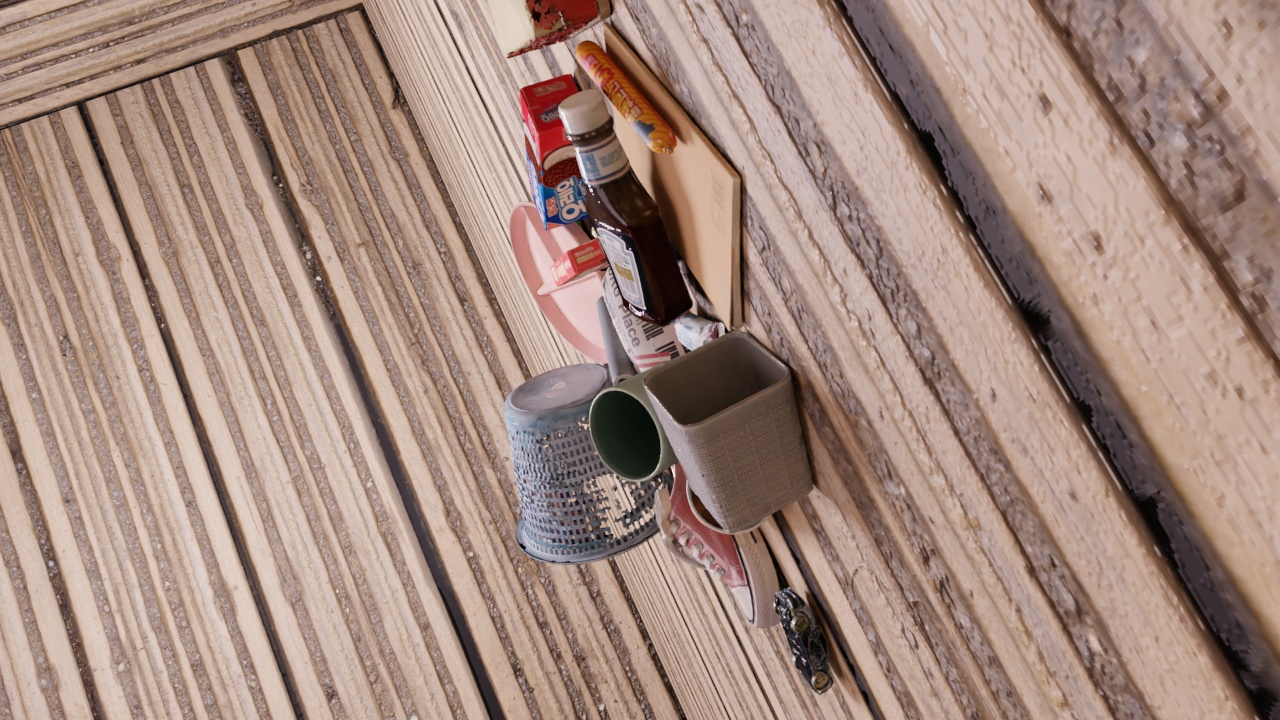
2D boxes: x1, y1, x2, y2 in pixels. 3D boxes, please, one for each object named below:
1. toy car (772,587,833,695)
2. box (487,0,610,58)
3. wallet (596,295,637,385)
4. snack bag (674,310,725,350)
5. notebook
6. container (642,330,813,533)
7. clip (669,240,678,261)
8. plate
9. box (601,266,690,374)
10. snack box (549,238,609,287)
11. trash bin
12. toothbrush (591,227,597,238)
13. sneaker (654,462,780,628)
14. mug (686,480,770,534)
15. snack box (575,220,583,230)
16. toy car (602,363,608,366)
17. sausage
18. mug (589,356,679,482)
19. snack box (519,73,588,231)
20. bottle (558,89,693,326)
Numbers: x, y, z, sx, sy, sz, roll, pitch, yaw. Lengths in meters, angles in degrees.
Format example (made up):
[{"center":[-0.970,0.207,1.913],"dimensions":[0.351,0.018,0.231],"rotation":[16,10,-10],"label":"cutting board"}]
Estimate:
[{"center":[0.154,0.260,0.852],"dimensions":[0.049,0.031,0.105],"rotation":[-145,34,-72],"label":"toy car"},{"center":[-0.090,-0.297,0.744],"dimensions":[0.168,0.078,0.091],"rotation":[-143,32,-70],"label":"box"},{"center":[-0.006,0.006,0.951],"dimensions":[0.106,0.037,0.129],"rotation":[47,-161,-39],"label":"wallet"},{"center":[0.052,-0.020,0.772],"dimensions":[0.105,0.026,0.045],"rotation":[-143,37,-67],"label":"snack bag"},{"center":[0.023,-0.141,0.701],"dimensions":[0.150,0.012,0.211],"rotation":[82,161,-51],"label":"notebook"},{"center":[0.070,0.056,0.690],"dimensions":[0.090,0.090,0.114],"rotation":[50,163,58],"label":"container"},{"center":[0.018,-0.093,0.813],"dimensions":[0.025,0.035,0.058],"rotation":[64,165,1],"label":"clip"},{"center":[-0.090,-0.100,1.155],"dimensions":[0.229,0.028,0.230],"rotation":[43,153,28],"label":"plate"},{"center":[0.022,-0.027,0.872],"dimensions":[0.087,0.075,0.162],"rotation":[-32,78,49],"label":"box"},{"center":[-0.048,-0.106,0.944],"dimensions":[0.025,0.075,0.153],"rotation":[67,170,-4],"label":"snack box"},{"center":[-0.078,0.119,1.186],"dimensions":[0.226,0.226,0.195],"rotation":[-136,28,-64],"label":"trash bin"},{"center":[-0.036,-0.142,0.963],"dimensions":[0.191,0.018,0.016],"rotation":[-170,59,-77],"label":"toothbrush"},{"center":[0.064,0.171,0.951],"dimensions":[0.118,0.087,0.241],"rotation":[99,147,-70],"label":"sneaker"},{"center":[0.078,0.121,0.833],"dimensions":[0.123,0.078,0.078],"rotation":[88,157,-77],"label":"mug"},{"center":[-0.094,-0.168,1.170],"dimensions":[0.085,0.026,0.156],"rotation":[-127,17,-53],"label":"snack box"},{"center":[-0.041,-0.009,1.236],"dimensions":[0.106,0.031,0.049],"rotation":[63,170,8],"label":"toy car"},{"center":[-0.013,-0.198,0.681],"dimensions":[0.165,0.021,0.021],"rotation":[57,166,39],"label":"sausage"},{"center":[0.015,0.053,0.789],"dimensions":[0.082,0.106,0.112],"rotation":[54,135,11],"label":"mug"},{"center":[-0.085,-0.210,0.959],"dimensions":[0.208,0.058,0.057],"rotation":[101,147,-71],"label":"snack box"},{"center":[-0.015,-0.120,0.737],"dimensions":[0.080,0.044,0.195],"rotation":[31,150,51],"label":"bottle"}]
